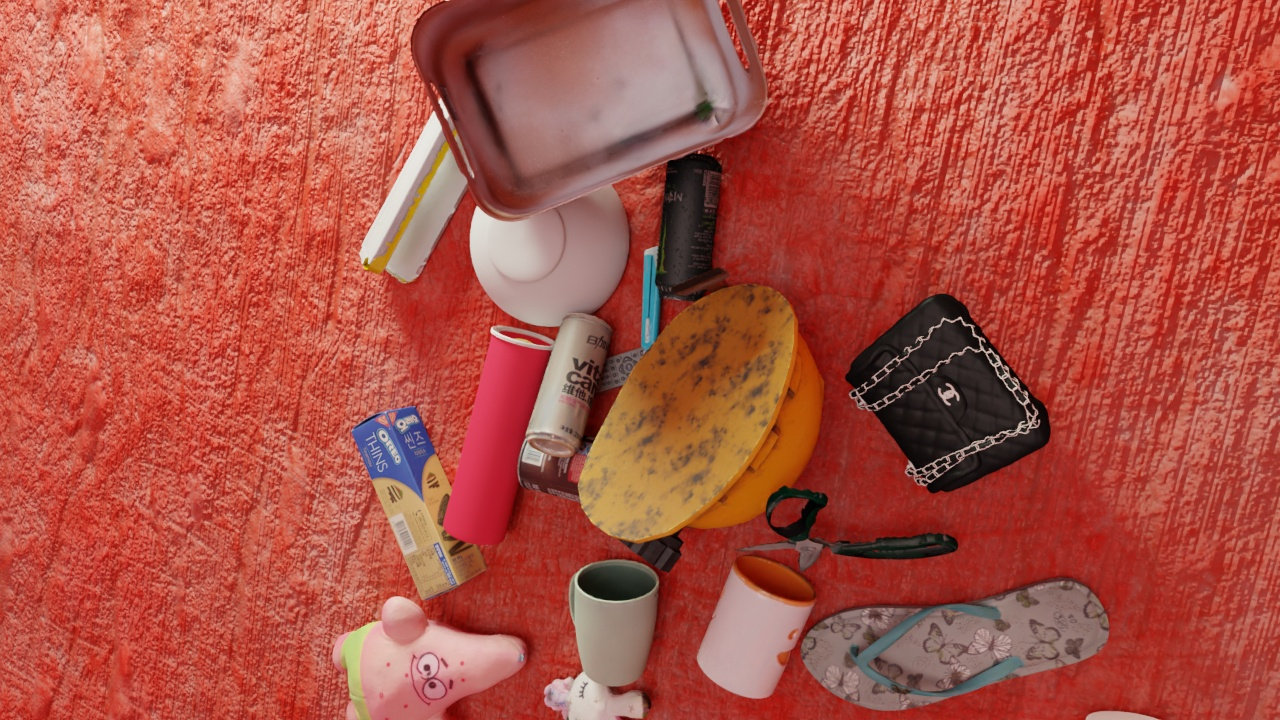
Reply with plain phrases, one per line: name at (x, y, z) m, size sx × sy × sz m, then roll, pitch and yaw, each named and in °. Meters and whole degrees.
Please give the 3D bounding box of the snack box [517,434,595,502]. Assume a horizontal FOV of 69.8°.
snack box at (-0.054, 0.110, 0.923) m, size 0.121 × 0.072 × 0.072 m, roll 11°, pitch 98°, yaw 21°

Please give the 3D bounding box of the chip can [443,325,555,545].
chip can at (-0.148, 0.079, 0.959) m, size 0.069 × 0.069 × 0.221 m, roll 20°, pitch 101°, yaw 19°

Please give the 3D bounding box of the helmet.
helmet at (0.077, 0.070, 0.824) m, size 0.255 × 0.131 × 0.205 m, roll -54°, pitch 32°, yaw -2°

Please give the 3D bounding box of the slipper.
slipper at (0.274, 0.262, 0.817) m, size 0.269 × 0.054 × 0.098 m, roll -16°, pitch 90°, yaw 20°

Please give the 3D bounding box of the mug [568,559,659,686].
mug at (-0.035, 0.260, 0.929) m, size 0.111 × 0.084 × 0.104 m, roll 22°, pitch 116°, yaw 47°

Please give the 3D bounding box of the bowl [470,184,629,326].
bowl at (-0.103, -0.122, 0.927) m, size 0.177 × 0.066 × 0.176 m, roll 2°, pitch 95°, yaw 21°

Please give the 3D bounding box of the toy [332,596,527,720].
toy at (-0.234, 0.341, 1.002) m, size 0.237 × 0.096 × 0.192 m, roll -14°, pitch 97°, yaw 14°

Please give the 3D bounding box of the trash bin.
trash bin at (-0.041, -0.246, 0.800) m, size 0.260 × 0.157 × 0.181 m, roll -22°, pitch 102°, yaw 2°

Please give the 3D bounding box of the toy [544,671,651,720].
toy at (-0.046, 0.364, 0.957) m, size 0.123 × 0.038 × 0.079 m, roll 9°, pitch 104°, yaw 23°

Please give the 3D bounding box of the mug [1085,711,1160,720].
mug at (0.421, 0.344, 0.759) m, size 0.114 × 0.081 × 0.087 m, roll 1°, pitch 88°, yaw -10°

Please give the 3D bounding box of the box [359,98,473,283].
box at (-0.234, -0.185, 0.986) m, size 0.067 × 0.070 × 0.210 m, roll 43°, pitch 108°, yaw 34°

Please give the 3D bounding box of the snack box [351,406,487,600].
snack box at (-0.243, 0.153, 1.008) m, size 0.057 × 0.056 × 0.206 m, roll -26°, pitch 85°, yaw 22°

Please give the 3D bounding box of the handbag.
handbag at (0.253, 0.035, 0.775) m, size 0.125 × 0.114 × 0.153 m, roll -39°, pitch 84°, yaw 22°

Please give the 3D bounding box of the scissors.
scissors at (0.182, 0.150, 0.796) m, size 0.203 × 0.202 × 0.015 m, roll -2°, pitch 60°, yaw 4°

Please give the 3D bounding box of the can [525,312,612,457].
can at (-0.069, 0.024, 0.899) m, size 0.054 × 0.054 × 0.135 m, roll 6°, pitch 64°, yaw 21°

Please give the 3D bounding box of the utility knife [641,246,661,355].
utility knife at (0.011, -0.025, 0.907) m, size 0.022 × 0.015 × 0.176 m, roll 1°, pitch 88°, yaw 30°

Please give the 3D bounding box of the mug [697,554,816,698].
mug at (0.109, 0.249, 0.864) m, size 0.082 × 0.082 × 0.105 m, roll 24°, pitch 103°, yaw 18°

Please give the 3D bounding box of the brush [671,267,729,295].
brush at (0.063, -0.068, 0.825) m, size 0.045 × 0.143 × 0.008 m, roll -23°, pitch 86°, yaw 12°

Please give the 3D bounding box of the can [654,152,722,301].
can at (0.045, -0.127, 0.875) m, size 0.054 × 0.053 × 0.138 m, roll 8°, pitch 97°, yaw 21°

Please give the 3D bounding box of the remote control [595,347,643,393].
remote control at (-0.006, 0.005, 0.926) m, size 0.137 × 0.013 × 0.033 m, roll -17°, pitch 86°, yaw 21°
